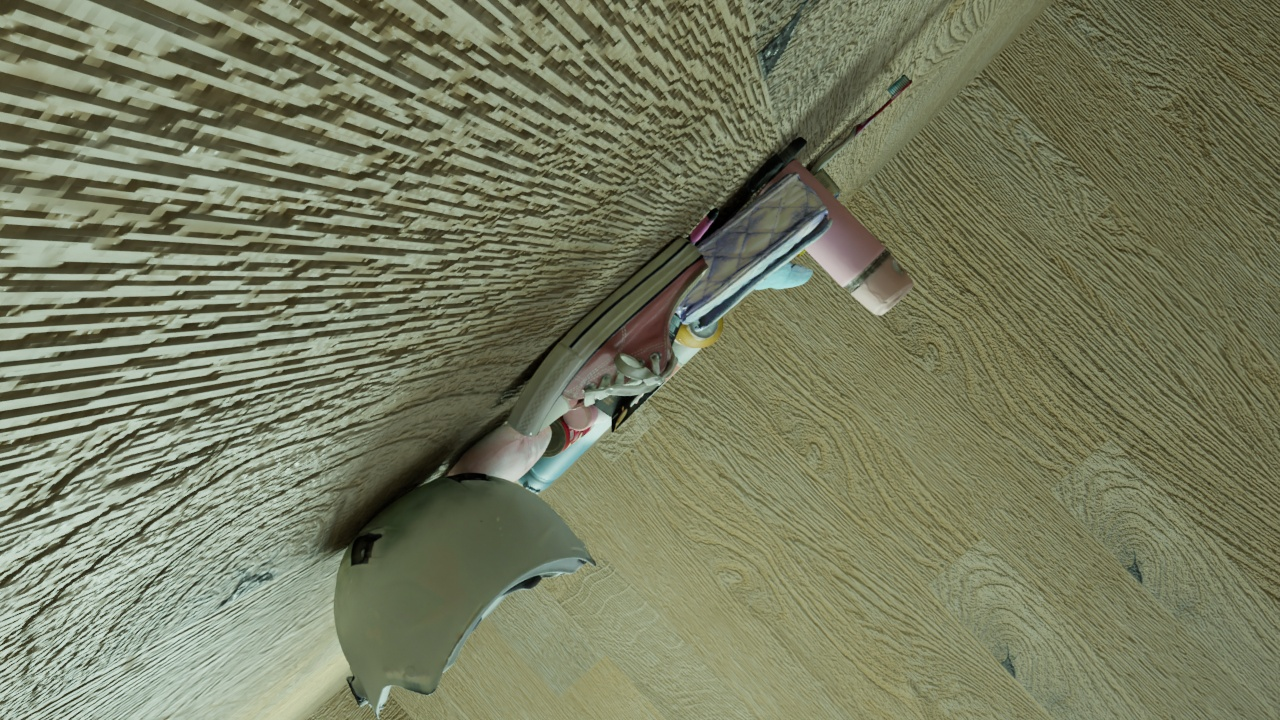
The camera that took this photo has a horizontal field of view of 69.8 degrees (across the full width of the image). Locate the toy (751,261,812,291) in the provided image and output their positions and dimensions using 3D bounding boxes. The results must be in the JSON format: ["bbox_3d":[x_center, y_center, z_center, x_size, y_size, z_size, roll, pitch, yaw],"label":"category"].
[{"bbox_3d":[0.112,-0.096,1.098,0.157,0.049,0.161,-15,168,41],"label":"toy"}]

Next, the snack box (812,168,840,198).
[{"bbox_3d":[0.191,-0.181,1.295,0.178,0.046,0.182,-40,176,6],"label":"snack box"}]

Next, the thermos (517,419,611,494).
[{"bbox_3d":[-0.110,0.117,1.378,0.221,0.070,0.070,-45,176,29],"label":"thermos"}]

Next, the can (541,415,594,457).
[{"bbox_3d":[-0.099,0.083,1.183,0.053,0.053,0.132,-45,176,17],"label":"can"}]

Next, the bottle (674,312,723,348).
[{"bbox_3d":[0.071,-0.050,1.205,0.068,0.068,0.189,-44,-175,0],"label":"bottle"}]

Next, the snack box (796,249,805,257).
[{"bbox_3d":[0.165,-0.158,1.131,0.091,0.082,0.080,-39,-176,-38],"label":"snack box"}]

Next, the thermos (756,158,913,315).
[{"bbox_3d":[0.228,-0.142,1.056,0.067,0.198,0.087,-48,176,37],"label":"thermos"}]

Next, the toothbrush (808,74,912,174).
[{"bbox_3d":[0.283,-0.306,1.217,0.188,0.017,0.016,-43,179,20],"label":"toothbrush"}]

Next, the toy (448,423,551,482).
[{"bbox_3d":[-0.156,0.114,0.937,0.160,0.054,0.121,-47,166,34],"label":"toy"}]

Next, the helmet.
[{"bbox_3d":[-0.179,0.189,0.819,0.228,0.146,0.259,-33,175,-29],"label":"helmet"}]

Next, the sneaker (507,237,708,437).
[{"bbox_3d":[-0.015,-0.007,0.840,0.240,0.088,0.118,-44,176,-12],"label":"sneaker"}]

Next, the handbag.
[{"bbox_3d":[0.109,-0.111,0.969,0.194,0.075,0.134,-38,177,13],"label":"handbag"}]

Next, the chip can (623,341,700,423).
[{"bbox_3d":[0.024,0.005,1.458,0.215,0.071,0.071,-45,176,13],"label":"chip can"}]

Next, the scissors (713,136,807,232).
[{"bbox_3d":[0.117,-0.174,0.955,0.151,0.014,0.170,-43,177,5],"label":"scissors"}]

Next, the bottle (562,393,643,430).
[{"bbox_3d":[-0.042,0.041,1.198,0.068,0.068,0.196,-46,176,28],"label":"bottle"}]

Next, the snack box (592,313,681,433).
[{"bbox_3d":[-0.007,0.006,1.106,0.113,0.053,0.125,-46,-170,36],"label":"snack box"}]

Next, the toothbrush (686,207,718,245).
[{"bbox_3d":[0.021,-0.086,0.911,0.017,0.014,0.190,-22,160,-46],"label":"toothbrush"}]
